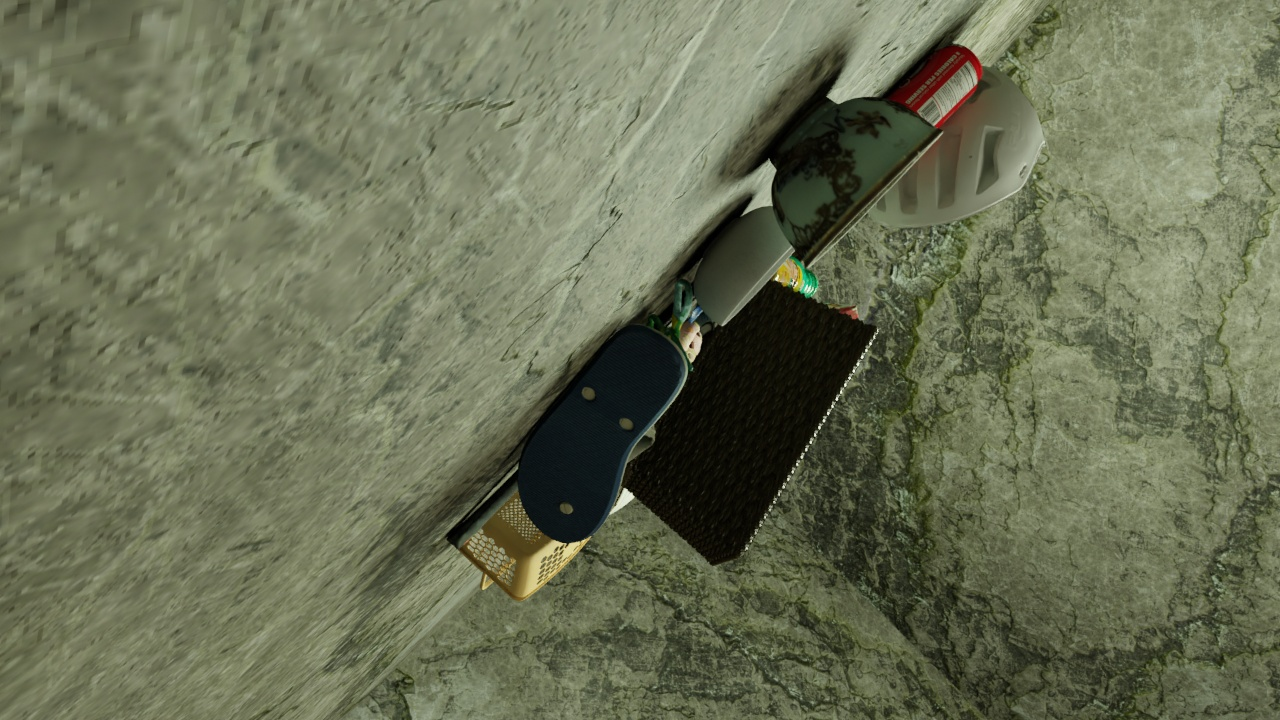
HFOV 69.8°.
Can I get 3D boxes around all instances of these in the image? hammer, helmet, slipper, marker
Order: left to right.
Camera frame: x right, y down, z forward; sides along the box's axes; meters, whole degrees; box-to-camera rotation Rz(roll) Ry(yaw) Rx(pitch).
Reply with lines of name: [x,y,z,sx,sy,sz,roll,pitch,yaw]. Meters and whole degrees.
hammer: [-0.115,0.109,1.095,0.333,0.033,0.133,-45,176,9]
slipper: [-0.044,0.073,0.963,0.296,0.118,0.060,-57,-179,31]
slipper: [0.059,0.011,1.315,0.093,0.081,0.196,-49,-177,26]
marker: [0.053,-0.072,1.075,0.134,0.015,0.018,-45,147,-5]
helmet: [0.425,-0.286,1.277,0.225,0.184,0.281,7,-123,52]

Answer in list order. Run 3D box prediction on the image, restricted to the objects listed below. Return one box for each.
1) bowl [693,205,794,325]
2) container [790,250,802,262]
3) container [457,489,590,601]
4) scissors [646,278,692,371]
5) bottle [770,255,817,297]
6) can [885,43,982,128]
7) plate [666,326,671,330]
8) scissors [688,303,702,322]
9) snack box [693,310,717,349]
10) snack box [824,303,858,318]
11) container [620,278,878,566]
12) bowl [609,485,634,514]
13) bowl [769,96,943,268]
bowl: [0.104,-0.105,0.939,0.131,0.064,0.132,-47,175,-6]
container: [0.207,-0.158,1.398,0.061,0.063,0.114,-51,180,-43]
container: [-0.143,0.227,1.249,0.182,0.129,0.167,-42,165,-35]
scissors: [0.036,-0.028,0.944,0.122,0.012,0.127,-68,-153,22]
bottle: [0.193,-0.115,1.272,0.068,0.068,0.209,-47,158,20]
can: [0.362,-0.331,1.162,0.142,0.074,0.074,-44,175,-11]
plate: [-0.007,0.007,1.222,0.157,0.014,0.157,-45,175,-5]
scissors: [0.101,-0.092,1.338,0.128,0.014,0.128,-47,180,-23]
snack box: [0.117,0.003,1.391,0.059,0.059,0.226,-46,-155,25]
snack box: [0.222,-0.046,1.345,0.044,0.077,0.273,-17,-167,-23]
container: [0.103,0.055,1.121,0.320,0.205,0.177,-56,176,-16]
bowl: [-0.024,0.151,1.357,0.178,0.070,0.177,-41,-137,52]
bowl: [0.169,-0.169,0.794,0.160,0.094,0.160,-45,175,-5]
